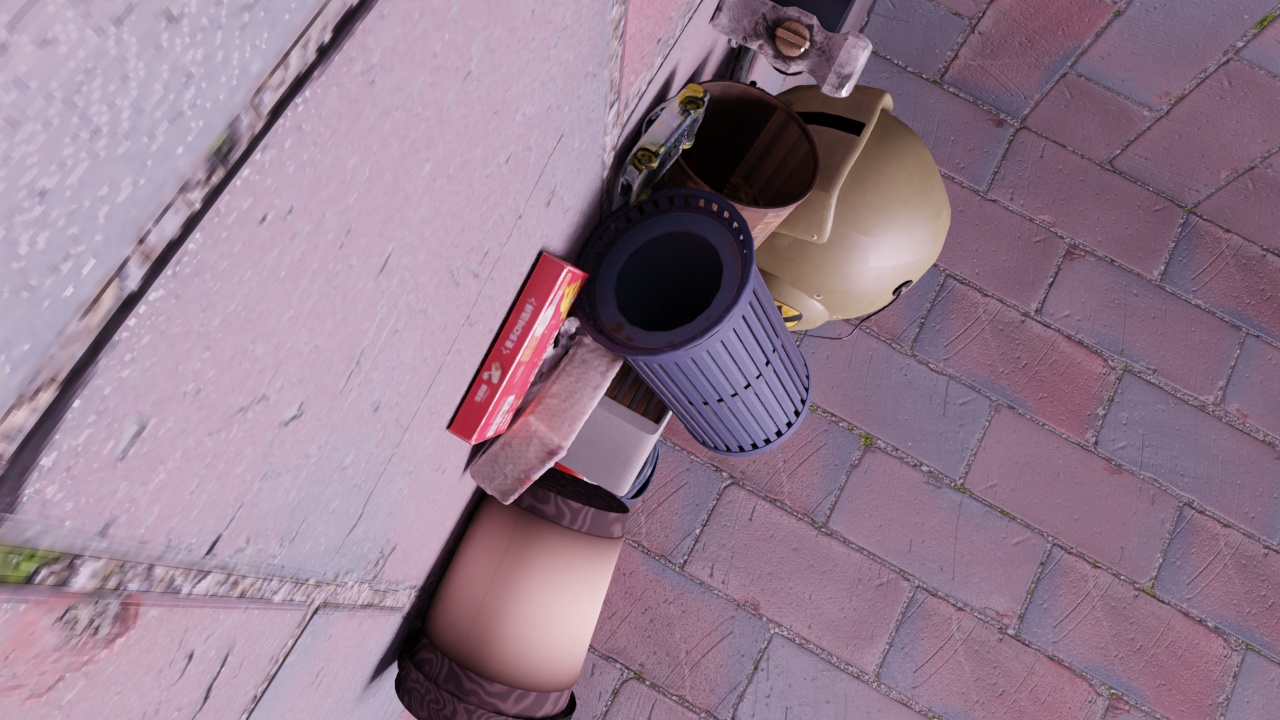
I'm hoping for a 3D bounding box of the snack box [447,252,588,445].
[{"bbox_3d":[-0.080,-0.008,0.628,0.133,0.021,0.089,-62,176,4],"label":"snack box"}]

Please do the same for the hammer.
[{"bbox_3d":[0.136,-0.284,0.840,0.318,0.121,0.049,-61,176,-73],"label":"hammer"}]

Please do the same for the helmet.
[{"bbox_3d":[0.178,-0.162,0.925,0.249,0.255,0.233,-60,-176,-24],"label":"helmet"}]

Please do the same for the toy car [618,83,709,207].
[{"bbox_3d":[0.014,-0.161,0.676,0.105,0.033,0.048,-54,175,-25],"label":"toy car"}]

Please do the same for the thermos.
[{"bbox_3d":[-0.111,0.220,0.855,0.172,0.173,0.226,2,110,-85],"label":"thermos"}]

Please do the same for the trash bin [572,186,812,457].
[{"bbox_3d":[0.057,-0.016,0.763,0.139,0.139,0.249,-60,149,-12],"label":"trash bin"}]

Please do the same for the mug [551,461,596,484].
[{"bbox_3d":[-0.059,0.106,1.056,0.075,0.112,0.076,22,98,-49],"label":"mug"}]

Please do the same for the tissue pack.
[{"bbox_3d":[-0.070,0.024,0.755,0.104,0.071,0.180,-46,-175,38],"label":"tissue pack"}]

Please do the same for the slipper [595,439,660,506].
[{"bbox_3d":[-0.033,0.143,1.144,0.264,0.082,0.101,-15,-130,61],"label":"slipper"}]

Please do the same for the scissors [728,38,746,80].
[{"bbox_3d":[0.101,-0.306,0.888,0.090,0.014,0.171,-60,173,-3],"label":"scissors"}]

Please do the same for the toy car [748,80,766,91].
[{"bbox_3d":[0.116,-0.270,1.055,0.051,0.049,0.100,-58,175,-38],"label":"toy car"}]

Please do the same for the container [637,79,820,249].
[{"bbox_3d":[0.060,-0.136,0.804,0.131,0.132,0.168,-58,-179,-33],"label":"container"}]

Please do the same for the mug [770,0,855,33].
[{"bbox_3d":[0.177,-0.369,0.952,0.071,0.077,0.104,-64,175,33],"label":"mug"}]

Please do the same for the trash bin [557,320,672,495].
[{"bbox_3d":[-0.006,0.006,0.965,0.228,0.114,0.115,-58,174,-41],"label":"trash bin"}]
